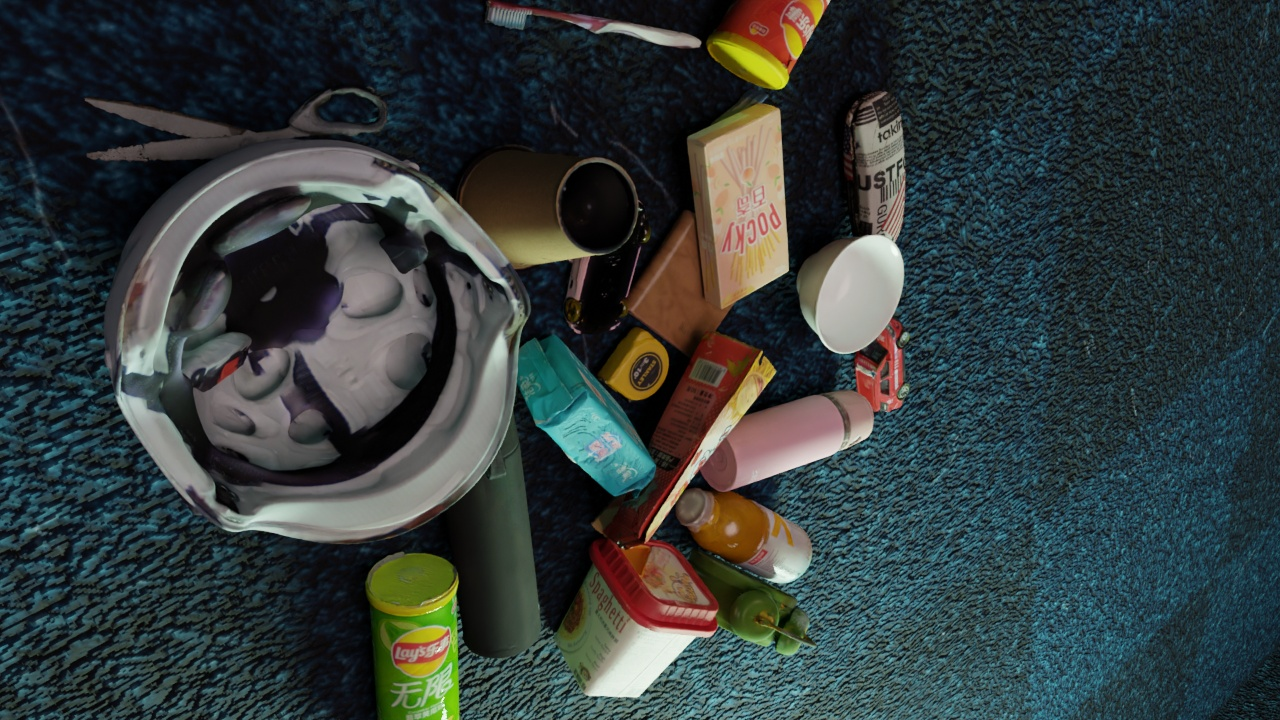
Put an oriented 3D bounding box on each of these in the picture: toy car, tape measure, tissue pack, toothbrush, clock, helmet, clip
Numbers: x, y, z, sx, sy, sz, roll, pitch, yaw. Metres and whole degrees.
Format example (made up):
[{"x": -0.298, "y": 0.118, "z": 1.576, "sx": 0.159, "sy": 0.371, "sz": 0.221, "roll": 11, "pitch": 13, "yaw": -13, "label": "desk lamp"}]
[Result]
[{"x": 0.257, "y": 0.002, "z": 0.986, "sx": 0.045, "sy": 0.053, "sz": 0.121, "roll": -26, "pitch": 126, "yaw": -23, "label": "toy car"}, {"x": -0.005, "y": 0.005, "z": 0.801, "sx": 0.060, "sy": 0.029, "sz": 0.057, "roll": -55, "pitch": 131, "yaw": -5, "label": "tape measure"}, {"x": -0.045, "y": 0.047, "z": 0.744, "sx": 0.050, "sy": 0.093, "sz": 0.133, "roll": -38, "pitch": 129, "yaw": 3, "label": "tissue pack"}, {"x": -0.030, "y": -0.077, "z": 0.739, "sx": 0.056, "sy": 0.037, "sz": 0.123, "roll": -6, "pitch": 127, "yaw": -33, "label": "toy car"}, {"x": -0.029, "y": -0.242, "z": 0.673, "sx": 0.187, "sy": 0.016, "sz": 0.017, "roll": -5, "pitch": 122, "yaw": -36, "label": "toothbrush"}, {"x": 0.106, "y": 0.244, "z": 0.915, "sx": 0.116, "sy": 0.161, "sz": 0.056, "roll": 32, "pitch": 81, "yaw": -42, "label": "clock"}, {"x": -0.200, "y": -0.019, "z": 0.562, "sx": 0.228, "sy": 0.146, "sz": 0.259, "roll": -42, "pitch": 139, "yaw": -12, "label": "helmet"}, {"x": 0.082, "y": -0.206, "z": 0.771, "sx": 0.058, "sy": 0.026, "sz": 0.038, "roll": -40, "pitch": 137, "yaw": -11, "label": "clip"}]

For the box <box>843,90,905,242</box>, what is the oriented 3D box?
[{"x": 0.229, "y": -0.176, "z": 0.882, "sx": 0.068, "sy": 0.052, "sz": 0.164, "roll": -47, "pitch": 134, "yaw": -36, "label": "box"}]

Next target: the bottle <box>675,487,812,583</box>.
[{"x": 0.106, "y": 0.177, "z": 0.943, "sx": 0.189, "sy": 0.068, "sz": 0.068, "roll": 33, "pitch": 89, "yaw": -42, "label": "bottle"}]

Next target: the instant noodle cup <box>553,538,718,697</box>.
[{"x": -0.010, "y": 0.244, "z": 0.865, "sx": 0.116, "sy": 0.116, "sz": 0.124, "roll": 20, "pitch": 109, "yaw": -41, "label": "instant noodle cup"}]

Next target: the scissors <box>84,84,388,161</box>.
[{"x": -0.236, "y": -0.130, "z": 0.569, "sx": 0.164, "sy": 0.014, "sz": 0.163, "roll": -42, "pitch": 129, "yaw": -13, "label": "scissors"}]

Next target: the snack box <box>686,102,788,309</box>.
[{"x": 0.085, "y": -0.129, "z": 0.779, "sx": 0.084, "sy": 0.026, "sz": 0.157, "roll": -31, "pitch": 130, "yaw": -25, "label": "snack box"}]

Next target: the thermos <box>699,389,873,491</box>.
[{"x": 0.148, "y": 0.082, "z": 0.939, "sx": 0.198, "sy": 0.067, "sz": 0.087, "roll": -14, "pitch": 150, "yaw": -34, "label": "thermos"}]

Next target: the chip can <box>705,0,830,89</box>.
[{"x": 0.135, "y": -0.324, "z": 0.722, "sx": 0.073, "sy": 0.073, "sz": 0.216, "roll": 29, "pitch": 92, "yaw": -42, "label": "chip can"}]

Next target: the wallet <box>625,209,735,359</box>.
[{"x": 0.044, "y": -0.064, "z": 0.814, "sx": 0.115, "sy": 0.020, "sz": 0.101, "roll": 34, "pitch": 90, "yaw": -45, "label": "wallet"}]

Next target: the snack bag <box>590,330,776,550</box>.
[{"x": 0.034, "y": 0.075, "z": 0.812, "sx": 0.073, "sy": 0.129, "sz": 0.207, "roll": 36, "pitch": 80, "yaw": -11, "label": "snack bag"}]

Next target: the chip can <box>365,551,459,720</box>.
[{"x": -0.185, "y": 0.269, "z": 0.760, "sx": 0.072, "sy": 0.072, "sz": 0.222, "roll": -12, "pitch": 118, "yaw": -33, "label": "chip can"}]

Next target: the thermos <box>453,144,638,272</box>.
[{"x": -0.066, "y": -0.104, "z": 0.634, "sx": 0.092, "sy": 0.143, "sz": 0.093, "roll": -6, "pitch": 101, "yaw": -34, "label": "thermos"}]

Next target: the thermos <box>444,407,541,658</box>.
[{"x": -0.121, "y": 0.132, "z": 0.732, "sx": 0.068, "sy": 0.090, "sz": 0.243, "roll": -11, "pitch": 119, "yaw": -16, "label": "thermos"}]

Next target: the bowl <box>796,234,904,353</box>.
[{"x": 0.191, "y": -0.072, "z": 0.891, "sx": 0.118, "sy": 0.065, "sz": 0.118, "roll": -16, "pitch": 119, "yaw": -32, "label": "bowl"}]
